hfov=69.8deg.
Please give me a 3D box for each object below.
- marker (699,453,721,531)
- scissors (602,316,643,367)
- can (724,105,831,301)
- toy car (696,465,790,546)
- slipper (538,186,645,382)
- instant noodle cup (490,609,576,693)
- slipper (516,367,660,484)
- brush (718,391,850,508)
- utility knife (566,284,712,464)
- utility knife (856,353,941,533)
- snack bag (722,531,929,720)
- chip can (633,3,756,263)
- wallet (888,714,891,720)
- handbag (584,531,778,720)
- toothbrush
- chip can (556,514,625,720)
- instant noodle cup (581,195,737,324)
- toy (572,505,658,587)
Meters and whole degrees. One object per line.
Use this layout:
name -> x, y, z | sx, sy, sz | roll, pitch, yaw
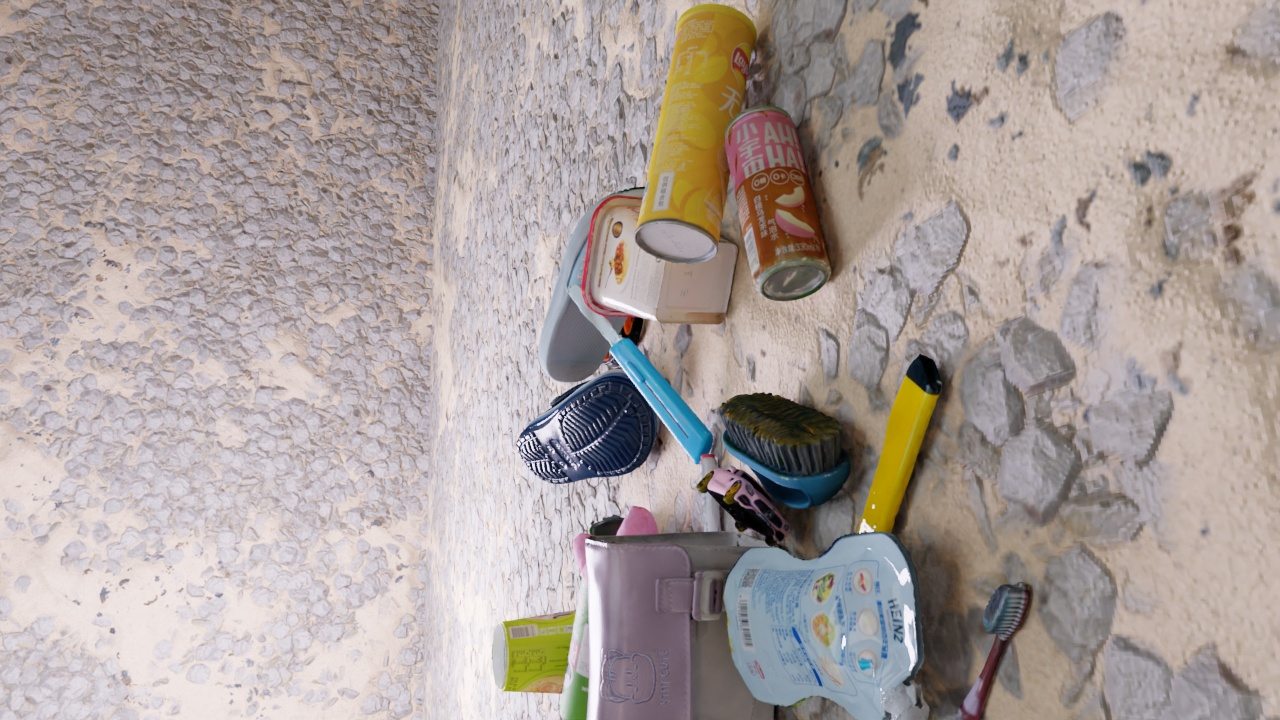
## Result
marker -> 0.064, 0.155, 0.812 | 0.017, 0.017, 0.145 | 141, 130, -64
scissors -> -0.025, -0.106, 1.106 | 0.153, 0.021, 0.234 | -23, 61, 61
can -> 0.102, -0.119, 0.693 | 0.058, 0.058, 0.147 | 125, 144, -55
toy car -> 0.082, 0.109, 0.713 | 0.037, 0.056, 0.122 | -47, 8, -8
slipper -> -0.034, -0.070, 0.956 | 0.074, 0.104, 0.246 | 54, 126, 43
instant noodle cup -> -0.113, 0.356, 1.112 | 0.112, 0.123, 0.111 | -177, 91, -70
slipper -> -0.050, 0.075, 1.042 | 0.254, 0.105, 0.095 | -32, 14, 50
brush -> 0.104, 0.069, 0.669 | 0.144, 0.055, 0.073 | -152, 46, -68
utility knife -> -0.005, 0.005, 0.881 | 0.225, 0.018, 0.034 | 51, 131, 22
utility knife -> 0.158, 0.069, 0.571 | 0.033, 0.015, 0.157 | -113, 31, -62
snack bag -> 0.114, 0.168, 0.580 | 0.191, 0.038, 0.110 | 149, 125, -63
chip can -> 0.048, -0.191, 0.769 | 0.072, 0.072, 0.213 | 144, 140, -65
wallet -> 0.136, 0.183, 0.606 | 0.115, 0.024, 0.087 | 175, 93, -71
handbag -> 0.030, 0.234, 0.709 | 0.098, 0.144, 0.197 | 174, 98, -73
toothbrush -> 0.174, 0.200, 0.502 | 0.016, 0.017, 0.188 | -124, 42, -61
chip can -> -0.038, 0.289, 0.996 | 0.072, 0.072, 0.236 | -135, 52, -64
instant noodle cup -> 0.020, -0.086, 0.854 | 0.124, 0.116, 0.117 | 31, 116, 54
toy -> 0.001, 0.233, 0.876 | 0.179, 0.074, 0.194 | -2, 97, 47
